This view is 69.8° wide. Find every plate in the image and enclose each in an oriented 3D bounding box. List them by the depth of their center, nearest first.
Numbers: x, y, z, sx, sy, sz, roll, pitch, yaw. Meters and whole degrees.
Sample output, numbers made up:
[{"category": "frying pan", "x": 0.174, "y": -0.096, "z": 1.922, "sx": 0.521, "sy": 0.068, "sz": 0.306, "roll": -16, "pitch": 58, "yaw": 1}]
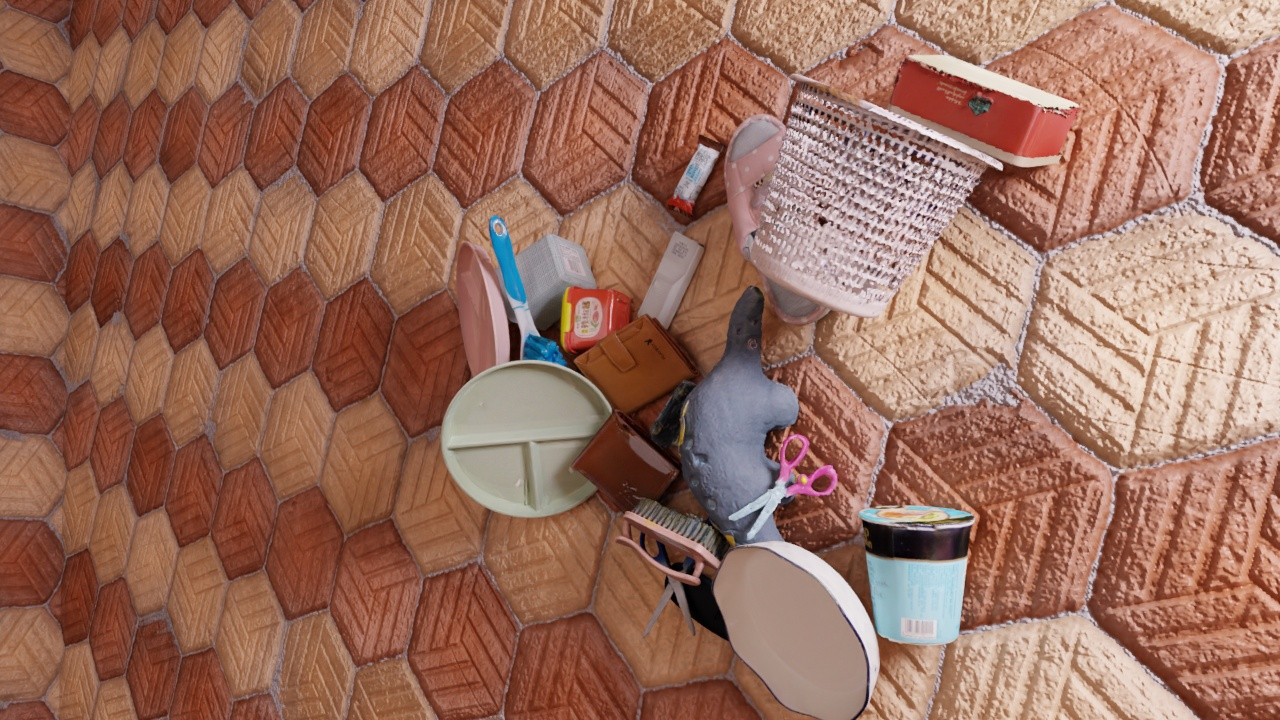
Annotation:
[{"category": "plate", "x": 0.163, "y": 0.277, "z": 0.956, "sx": 0.205, "sy": 0.045, "sz": 0.205, "roll": 31, "pitch": 134, "yaw": 38}, {"category": "plate", "x": -0.144, "y": 0.102, "z": 1.203, "sx": 0.230, "sy": 0.230, "sz": 0.027, "roll": -58, "pitch": 16, "yaw": 16}, {"category": "plate", "x": -0.229, "y": -0.059, "z": 1.332, "sx": 0.230, "sy": 0.028, "sz": 0.229, "roll": 171, "pitch": 90, "yaw": -69}]

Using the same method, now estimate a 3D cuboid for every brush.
[{"category": "brush", "x": 0.031, "y": 0.211, "z": 1.084, "sx": 0.146, "sy": 0.063, "sz": 0.073, "roll": 16, "pitch": 69, "yaw": 44}, {"category": "brush", "x": -0.145, "y": -0.034, "z": 1.226, "sx": 0.109, "sy": 0.060, "sz": 0.315, "roll": 32, "pitch": 137, "yaw": 55}]

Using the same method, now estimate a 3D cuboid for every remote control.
[{"category": "remote control", "x": 0.076, "y": 0.287, "z": 1.090, "sx": 0.136, "sy": 0.024, "sz": 0.053, "roll": 27, "pitch": 98, "yaw": 39}, {"category": "remote control", "x": 0.038, "y": -0.102, "z": 1.190, "sx": 0.049, "sy": 0.024, "sz": 0.125, "roll": 33, "pitch": 102, "yaw": 38}]

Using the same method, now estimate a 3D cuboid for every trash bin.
[{"category": "trash bin", "x": 0.217, "y": -0.158, "z": 0.934, "sx": 0.227, "sy": 0.227, "sz": 0.192, "roll": 38, "pitch": 113, "yaw": 37}]

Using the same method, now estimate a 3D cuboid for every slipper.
[{"category": "slipper", "x": 0.158, "y": -0.171, "z": 1.083, "sx": 0.114, "sy": 0.054, "sz": 0.274, "roll": -25, "pitch": 69, "yaw": 33}]

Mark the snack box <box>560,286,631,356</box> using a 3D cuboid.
[{"category": "snack box", "x": -0.057, "y": -0.052, "z": 1.229, "sx": 0.080, "sy": 0.082, "sz": 0.091, "roll": -1, "pitch": 82, "yaw": 26}]

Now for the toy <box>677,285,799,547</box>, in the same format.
[{"category": "toy", "x": 0.113, "y": 0.094, "z": 1.051, "sx": 0.138, "sy": 0.091, "sz": 0.356, "roll": -7, "pitch": 82, "yaw": 20}]

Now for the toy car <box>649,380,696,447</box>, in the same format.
[{"category": "toy car", "x": 0.045, "y": 0.066, "z": 1.144, "sx": 0.091, "sy": 0.043, "sz": 0.034, "roll": -59, "pitch": 25, "yaw": 12}]

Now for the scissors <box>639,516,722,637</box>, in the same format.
[{"category": "scissors", "x": 0.042, "y": 0.252, "z": 1.109, "sx": 0.176, "sy": 0.012, "sz": 0.162, "roll": -54, "pitch": 41, "yaw": 2}]

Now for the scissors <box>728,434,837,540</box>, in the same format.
[{"category": "scissors", "x": 0.147, "y": 0.135, "z": 1.001, "sx": 0.093, "sy": 0.137, "sz": 0.017, "roll": 64, "pitch": 167, "yaw": 2}]

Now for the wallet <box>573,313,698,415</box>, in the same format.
[{"category": "wallet", "x": -0.007, "y": 0.007, "z": 1.170, "sx": 0.132, "sy": 0.031, "sz": 0.108, "roll": -31, "pitch": 107, "yaw": 31}]

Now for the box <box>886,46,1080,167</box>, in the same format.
[{"category": "box", "x": 0.342, "y": -0.260, "z": 0.916, "sx": 0.168, "sy": 0.091, "sz": 0.077, "roll": 38, "pitch": 128, "yaw": 37}]

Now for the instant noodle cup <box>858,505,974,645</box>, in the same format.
[{"category": "instant noodle cup", "x": 0.270, "y": 0.210, "z": 0.900, "sx": 0.111, "sy": 0.111, "sz": 0.120, "roll": 0, "pitch": 91, "yaw": 39}]

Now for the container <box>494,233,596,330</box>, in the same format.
[{"category": "container", "x": -0.132, "y": -0.113, "z": 1.292, "sx": 0.112, "sy": 0.090, "sz": 0.090, "roll": -33, "pitch": 63, "yaw": 28}]

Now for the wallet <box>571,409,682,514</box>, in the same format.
[{"category": "wallet", "x": -0.017, "y": 0.137, "z": 1.169, "sx": 0.124, "sy": 0.032, "sz": 0.101, "roll": 41, "pitch": 109, "yaw": 17}]

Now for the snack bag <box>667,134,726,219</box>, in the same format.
[{"category": "snack bag", "x": 0.071, "y": -0.237, "z": 1.184, "sx": 0.048, "sy": 0.026, "sz": 0.104, "roll": 33, "pitch": 103, "yaw": 32}]
